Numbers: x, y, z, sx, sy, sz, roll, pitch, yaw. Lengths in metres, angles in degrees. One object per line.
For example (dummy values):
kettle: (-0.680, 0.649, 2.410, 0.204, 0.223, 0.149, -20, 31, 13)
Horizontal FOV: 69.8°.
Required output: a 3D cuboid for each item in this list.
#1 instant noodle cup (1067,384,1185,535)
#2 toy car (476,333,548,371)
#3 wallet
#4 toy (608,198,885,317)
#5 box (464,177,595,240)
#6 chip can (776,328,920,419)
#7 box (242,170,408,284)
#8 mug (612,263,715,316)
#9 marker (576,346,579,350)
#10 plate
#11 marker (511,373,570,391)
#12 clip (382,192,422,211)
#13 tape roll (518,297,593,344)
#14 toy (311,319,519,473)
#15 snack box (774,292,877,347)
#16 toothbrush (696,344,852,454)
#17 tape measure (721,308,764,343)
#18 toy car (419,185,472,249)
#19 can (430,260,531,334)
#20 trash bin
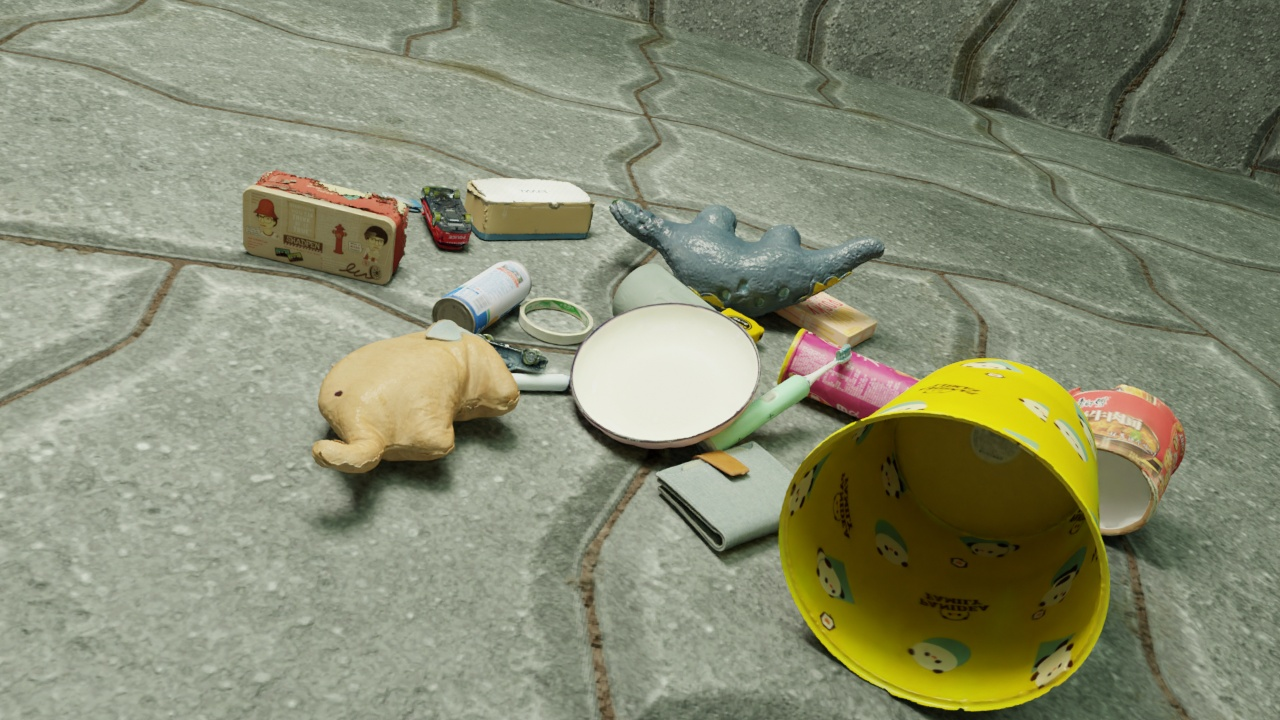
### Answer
instant noodle cup: (0.485, 0.110, 0.956, 0.138, 0.138, 0.108, 27, 41, 19)
toy car: (-0.139, -0.005, 0.937, 0.090, 0.034, 0.043, 15, -1, 1)
wallet: (0.091, 0.118, 0.842, 0.129, 0.037, 0.106, -10, 39, -38)
toy: (0.125, -0.129, 1.181, 0.356, 0.138, 0.091, 13, 1, 7)
box: (-0.159, -0.208, 1.256, 0.184, 0.060, 0.090, -6, 36, -30)
chip can: (0.263, 0.038, 1.024, 0.210, 0.072, 0.071, 24, 31, 14)
box: (-0.353, -0.157, 1.043, 0.168, 0.091, 0.076, 13, 33, -5)
mug: (0.042, -0.047, 1.068, 0.103, 0.084, 0.123, 40, 13, 35)
marker: (-0.006, 0.006, 1.002, 0.132, 0.020, 0.022, 11, -14, -9)
plate: (0.026, 0.019, 0.930, 0.192, 0.039, 0.192, -4, 46, 4)
marker: (-0.132, 0.020, 0.922, 0.130, 0.018, 0.022, 1, 23, -22)
clip: (-0.320, -0.208, 1.222, 0.056, 0.029, 0.024, 2, 33, -41)
tape roll: (-0.097, -0.046, 1.054, 0.086, 0.014, 0.085, 11, 30, -7)
toy: (-0.211, 0.037, 0.796, 0.143, 0.083, 0.225, 21, 32, 24)
snack box: (0.230, -0.069, 1.232, 0.157, 0.026, 0.084, 33, 34, 28)
toothbrush: (0.146, 0.039, 0.949, 0.223, 0.027, 0.026, -29, 39, -30)
tape measure: (0.115, -0.035, 1.119, 0.060, 0.029, 0.057, 29, 32, 22)
toy car: (-0.253, -0.186, 1.185, 0.052, 0.045, 0.120, 2, 38, -26)
can: (-0.172, -0.068, 1.015, 0.053, 0.053, 0.134, 23, 31, 12)
trash bin: (0.267, 0.116, 0.757, 0.230, 0.230, 0.254, 28, 27, 21)
